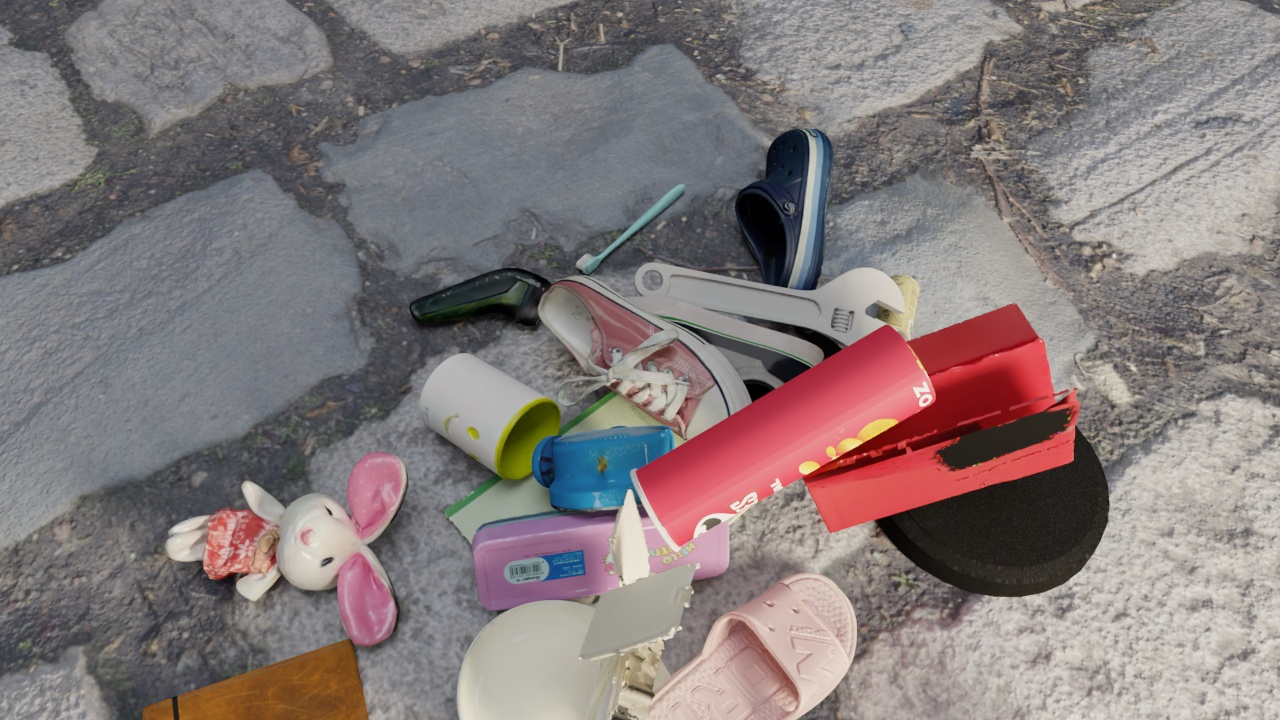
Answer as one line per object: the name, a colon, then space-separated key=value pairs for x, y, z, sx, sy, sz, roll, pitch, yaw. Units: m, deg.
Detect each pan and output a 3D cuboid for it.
pan: x=0.281 y=0.067 z=0.890 sx=0.224 sy=0.034 sz=0.356 roll=-33 pitch=62 yaw=-22

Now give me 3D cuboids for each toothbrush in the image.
toothbrush: x=-0.008 y=-0.154 z=1.050 sx=0.016 sy=0.016 sz=0.180 roll=31 pitch=59 yaw=29

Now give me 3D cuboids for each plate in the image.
plate: x=-0.054 y=0.270 z=0.698 sx=0.182 sy=0.034 sz=0.182 roll=18 pitch=38 yaw=-15

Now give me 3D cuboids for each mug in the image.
mug: x=-0.139 y=0.050 z=0.846 sx=0.106 sy=0.083 sz=0.082 roll=28 pitch=57 yaw=27

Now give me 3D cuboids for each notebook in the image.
notebook: x=-0.026 y=0.128 z=0.847 sx=0.252 sy=0.010 sz=0.182 roll=-35 pitch=62 yaw=-24
notebook: x=-0.277 y=0.350 z=0.671 sx=0.178 sy=0.014 sz=0.249 roll=-16 pitch=56 yaw=-14

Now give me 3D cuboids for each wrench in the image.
wrench: x=0.130 y=-0.068 z=0.916 sx=0.273 sy=0.018 sz=0.086 roll=11 pitch=87 yaw=-6

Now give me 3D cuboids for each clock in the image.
clock: x=-0.030 y=0.090 z=0.793 sx=0.116 sy=0.162 sz=0.060 roll=-8 pitch=93 yaw=-30

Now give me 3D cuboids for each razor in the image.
razor: x=-0.164 y=-0.058 z=0.958 sx=0.151 sy=0.054 sz=0.067 roll=-12 pitch=72 yaw=-4

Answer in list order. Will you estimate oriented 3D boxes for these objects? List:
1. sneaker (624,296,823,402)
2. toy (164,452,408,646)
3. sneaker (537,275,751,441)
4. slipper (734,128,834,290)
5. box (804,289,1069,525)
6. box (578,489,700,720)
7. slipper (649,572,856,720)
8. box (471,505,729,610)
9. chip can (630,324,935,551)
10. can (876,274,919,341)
sneaker: x=0.056 y=0.000 z=0.905 sx=0.235 sy=0.084 sz=0.079 roll=15 pitch=71 yaw=9
toy: x=-0.293 y=0.152 z=0.775 sx=0.194 sy=0.084 sz=0.159 roll=4 pitch=77 yaw=0
sneaker: x=-0.005 y=0.005 z=0.850 sx=0.241 sy=0.118 sz=0.087 roll=36 pitch=27 yaw=14
slipper: x=0.154 y=-0.166 z=1.008 sx=0.095 sy=0.105 sz=0.252 roll=10 pitch=56 yaw=-4
box: x=0.240 y=0.003 z=0.863 sx=0.214 sy=0.153 sz=0.324 roll=-20 pitch=22 yaw=13
box: x=-0.014 y=0.188 z=0.635 sx=0.069 sy=0.192 sz=0.143 roll=20 pitch=33 yaw=-3
slipper: x=0.093 y=0.240 z=0.714 sx=0.238 sy=0.065 sz=0.094 roll=-28 pitch=60 yaw=-35
box: x=-0.033 y=0.160 z=0.778 sx=0.214 sy=0.096 sz=0.077 roll=-7 pitch=89 yaw=-8
chip can: x=0.105 y=0.057 z=0.682 sx=0.220 sy=0.069 sz=0.069 roll=-31 pitch=58 yaw=4
can: x=0.271 y=-0.052 z=0.972 sx=0.038 sy=0.038 sz=0.079 roll=16 pitch=55 yaw=9
